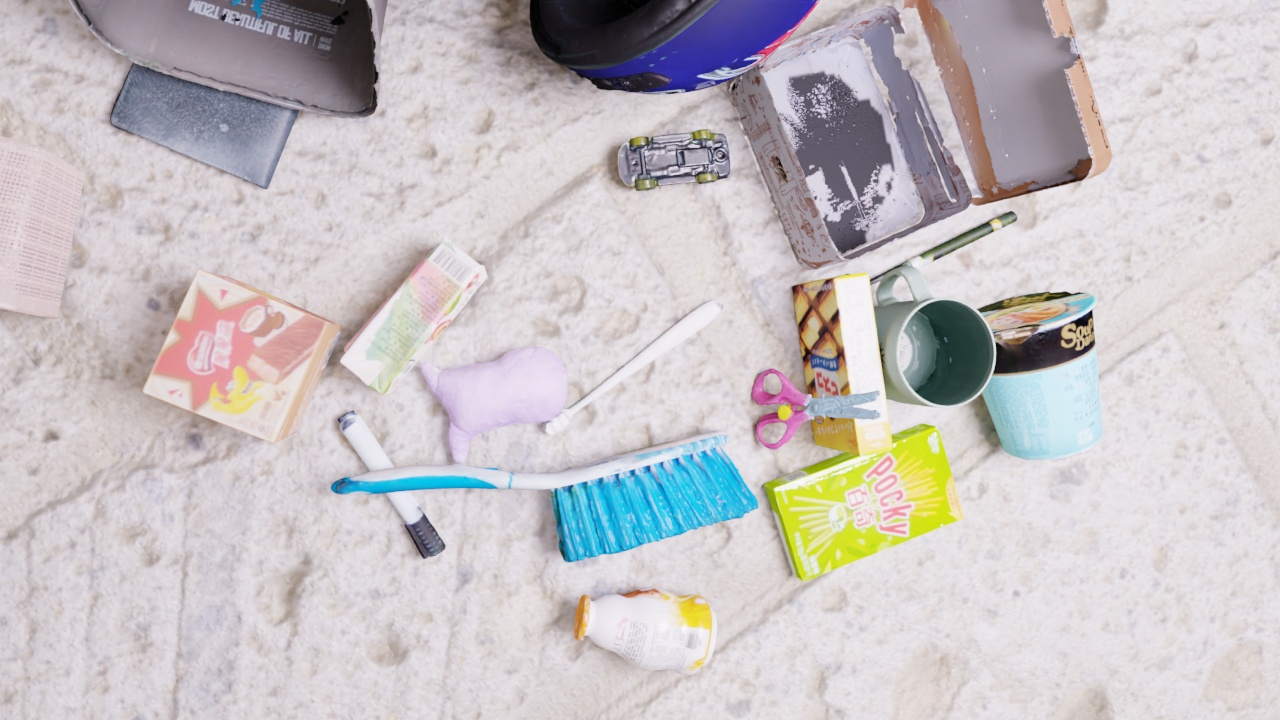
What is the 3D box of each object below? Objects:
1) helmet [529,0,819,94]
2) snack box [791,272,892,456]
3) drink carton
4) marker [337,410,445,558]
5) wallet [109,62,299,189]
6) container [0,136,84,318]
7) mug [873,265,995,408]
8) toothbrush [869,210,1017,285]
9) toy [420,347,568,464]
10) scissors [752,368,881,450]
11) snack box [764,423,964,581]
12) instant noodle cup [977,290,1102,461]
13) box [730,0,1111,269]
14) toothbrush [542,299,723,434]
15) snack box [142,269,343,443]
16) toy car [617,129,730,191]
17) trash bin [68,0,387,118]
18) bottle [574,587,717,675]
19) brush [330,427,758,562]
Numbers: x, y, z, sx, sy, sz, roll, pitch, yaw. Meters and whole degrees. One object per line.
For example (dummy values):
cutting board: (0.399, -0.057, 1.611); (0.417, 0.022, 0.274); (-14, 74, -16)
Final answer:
helmet: (0.010, -0.299, 0.615); (0.314, 0.248, 0.240); (-46, 131, -23)
snack box: (0.161, 0.003, 0.737); (0.033, 0.087, 0.140); (-11, 94, -12)
drink carton: (-0.171, -0.034, 0.692); (0.045, 0.053, 0.122); (40, 85, -5)
marker: (-0.193, 0.097, 0.708); (0.022, 0.018, 0.131); (-38, 100, -37)
wallet: (-0.317, -0.195, 0.679); (0.121, 0.019, 0.097); (23, 88, -9)
container: (-0.444, -0.094, 0.623); (0.090, 0.090, 0.111); (13, 86, -11)
mug: (0.216, -0.020, 0.736); (0.082, 0.106, 0.112); (-17, 95, -9)
toothbrush: (0.246, -0.085, 0.789); (0.185, 0.012, 0.017); (-26, 102, -9)
toy: (-0.107, 0.028, 0.712); (0.108, 0.039, 0.084); (-16, 97, -6)
scissors: (0.135, 0.028, 0.717); (0.017, 0.137, 0.072); (1, 78, -36)
snack box: (0.191, 0.119, 0.777); (0.156, 0.026, 0.086); (-18, 95, -10)
instant noodle cup: (0.330, 0.016, 0.765); (0.111, 0.111, 0.120); (-20, 102, -10)
box: (0.191, -0.178, 0.690); (0.157, 0.218, 0.180); (-24, 98, -21)
toothbrush: (-0.004, 0.004, 0.742); (0.180, 0.016, 0.016); (-36, 99, -8)
snack box: (-0.282, -0.003, 0.660); (0.094, 0.077, 0.092); (24, 87, -10)
toy car: (0.026, -0.158, 0.734); (0.090, 0.035, 0.042); (-8, 91, -10)
trash bin: (-0.246, -0.311, 0.599); (0.199, 0.199, 0.219); (13, 75, -12)
bottle: (0.004, 0.211, 0.725); (0.108, 0.063, 0.063); (12, 89, -11)
brush: (-0.068, 0.106, 0.711); (0.314, 0.060, 0.109); (-14, 88, -13)
